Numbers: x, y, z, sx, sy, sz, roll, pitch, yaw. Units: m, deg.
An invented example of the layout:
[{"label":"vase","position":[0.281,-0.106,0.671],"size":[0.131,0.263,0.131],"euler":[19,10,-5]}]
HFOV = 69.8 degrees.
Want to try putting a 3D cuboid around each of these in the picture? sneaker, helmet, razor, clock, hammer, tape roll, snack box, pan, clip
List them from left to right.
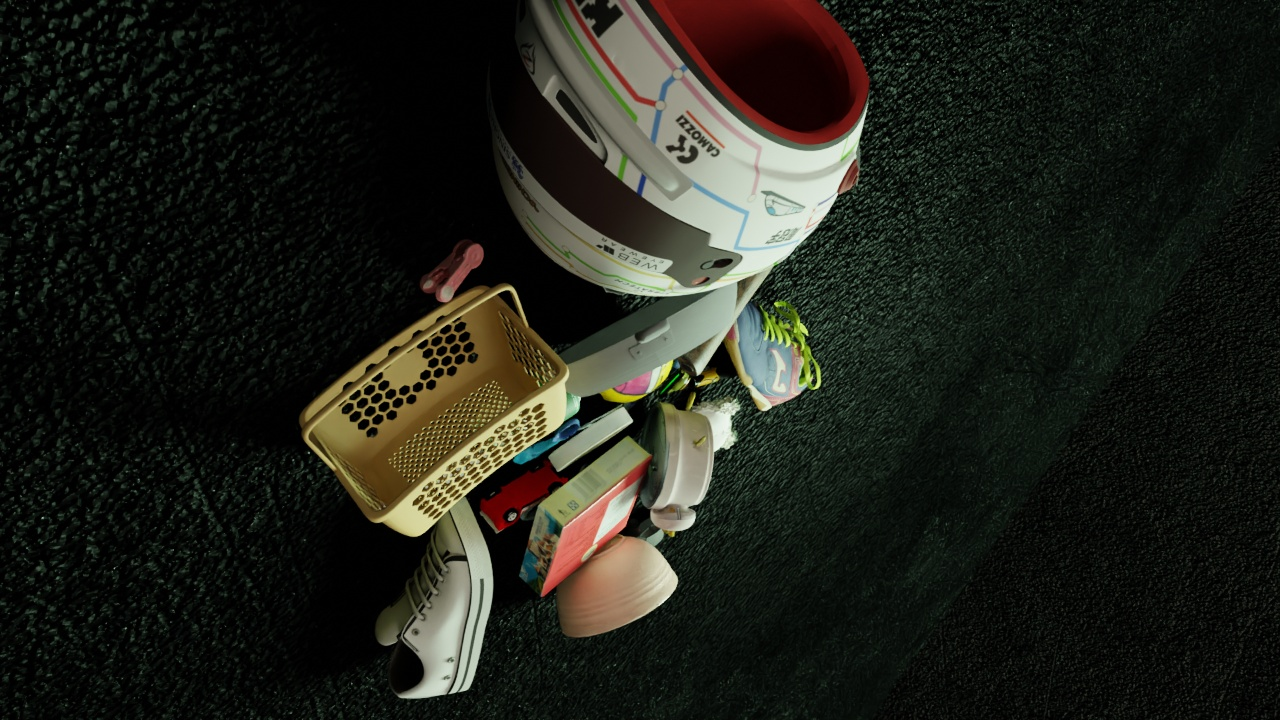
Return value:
[{"label":"sneaker","position":[-0.213,0.242,0.908],"size":[0.097,0.091,0.246],"euler":[-4,128,-29]},{"label":"clip","position":[-0.153,-0.072,0.730],"size":[0.023,0.045,0.059],"euler":[64,37,-56]},{"label":"snack box","position":[-0.060,0.170,0.998],"size":[0.142,0.040,0.145],"euler":[-35,156,-39]},{"label":"tape roll","position":[-0.051,0.081,0.944],"size":[0.094,0.019,0.094],"euler":[-34,175,-4]},{"label":"pan","position":[0.006,-0.018,0.739],"size":[0.201,0.051,0.356],"euler":[-27,-173,-1]},{"label":"helmet","position":[0.010,-0.159,0.641],"size":[0.313,0.231,0.237],"euler":[-5,155,-49]},{"label":"razor","position":[0.029,0.009,1.010],"size":[0.140,0.018,0.044],"euler":[-43,146,-11]},{"label":"clock","position":[0.035,0.123,1.024],"size":[0.058,0.116,0.158],"euler":[7,118,-13]},{"label":"razor","position":[0.072,0.018,1.050],"size":[0.044,0.021,0.143],"euler":[-48,161,30]},{"label":"sneaker","position":[0.144,-0.025,1.047],"size":[0.091,0.116,0.242],"euler":[-23,151,10]},{"label":"hammer","position":[0.138,-0.115,0.941],"size":[0.329,0.033,0.120],"euler":[-55,148,-18]}]

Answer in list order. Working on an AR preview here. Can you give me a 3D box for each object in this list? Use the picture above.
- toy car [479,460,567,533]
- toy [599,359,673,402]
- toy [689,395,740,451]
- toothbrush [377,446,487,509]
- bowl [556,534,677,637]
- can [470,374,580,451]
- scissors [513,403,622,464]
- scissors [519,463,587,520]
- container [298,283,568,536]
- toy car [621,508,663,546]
[{"label":"toy car","position":[-0.120,0.138,0.945],"size":[0.089,0.038,0.025],"euler":[-29,143,-28]},{"label":"toy","position":[-0.006,0.006,0.947],"size":[0.094,0.041,0.096],"euler":[-21,143,-29]},{"label":"toy","position":[0.068,0.084,1.107],"size":[0.108,0.041,0.096],"euler":[-20,138,-17]},{"label":"toothbrush","position":[-0.167,0.099,0.871],"size":[0.187,0.018,0.019],"euler":[-26,137,-32]},{"label":"bowl","position":[-0.038,0.254,1.084],"size":[0.152,0.153,0.076],"euler":[-26,97,-31]},{"label":"can","position":[-0.106,0.047,0.862],"size":[0.101,0.053,0.053],"euler":[-31,142,-26]},{"label":"scissors","position":[-0.066,0.070,0.925],"size":[0.129,0.014,0.119],"euler":[-24,171,-25]},{"label":"scissors","position":[-0.089,0.165,1.031],"size":[0.130,0.013,0.125],"euler":[-1,123,-54]},{"label":"container","position":[-0.160,0.029,0.713],"size":[0.183,0.129,0.167],"euler":[-38,154,-14]},{"label":"toy car","position":[0.013,0.215,1.170],"size":[0.091,0.036,0.042],"euler":[-27,140,-30]}]
